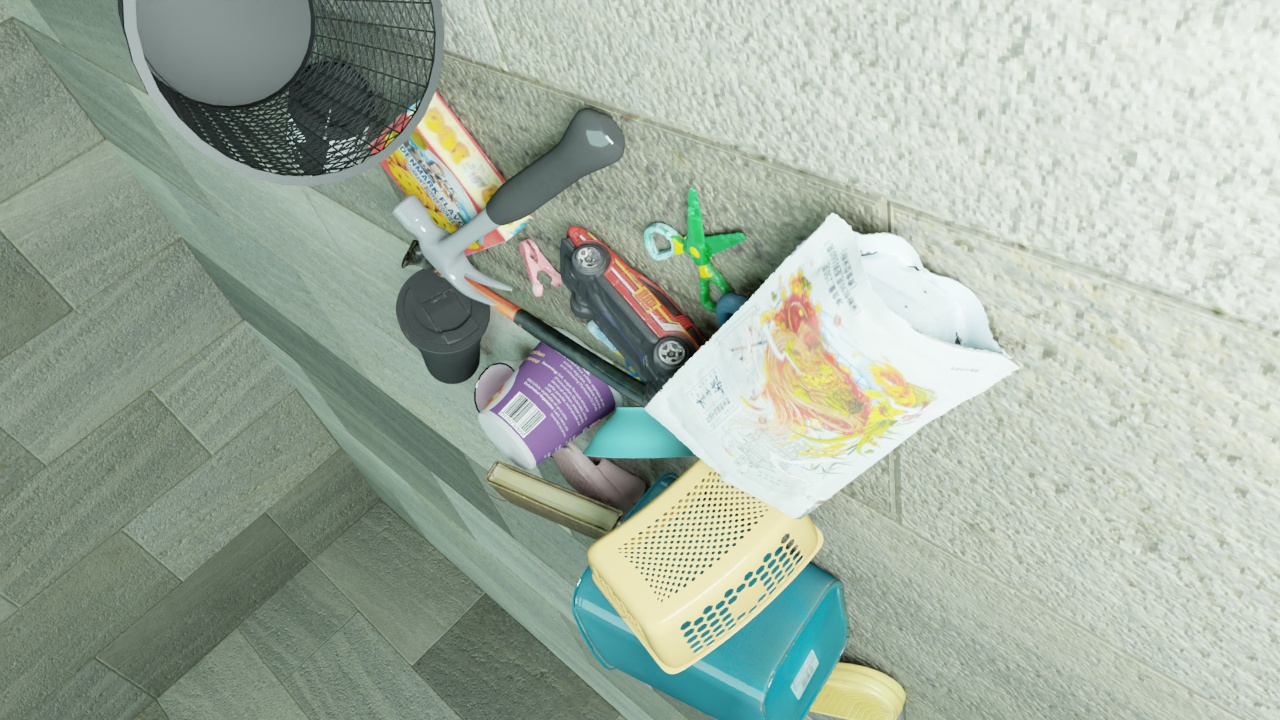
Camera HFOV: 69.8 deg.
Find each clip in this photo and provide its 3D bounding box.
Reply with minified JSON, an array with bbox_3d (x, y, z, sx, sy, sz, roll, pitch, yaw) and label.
[{"bbox_3d":[-0.094,-0.090,0.885,0.023,0.050,0.058,146,123,-65],"label":"clip"}]

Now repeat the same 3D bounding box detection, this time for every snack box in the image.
[{"bbox_3d":[-0.184,-0.171,0.876,0.142,0.040,0.145,53,157,-17],"label":"snack box"}]

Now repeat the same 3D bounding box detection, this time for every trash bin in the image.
[{"bbox_3d":[-0.309,-0.271,0.733,0.243,0.216,0.217,30,153,49],"label":"trash bin"},{"bbox_3d":[0.083,0.269,0.964,0.219,0.198,0.197,22,148,33],"label":"trash bin"}]

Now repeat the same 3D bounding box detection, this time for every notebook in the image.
[{"bbox_3d":[-0.113,0.158,1.048,0.190,0.034,0.216,21,166,4],"label":"notebook"}]

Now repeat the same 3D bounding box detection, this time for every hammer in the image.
[{"bbox_3d":[-0.106,-0.127,0.762,0.125,0.029,0.312,51,146,-15],"label":"hammer"},{"bbox_3d":[-0.110,-0.038,0.921,0.333,0.033,0.133,31,-176,24],"label":"hammer"}]

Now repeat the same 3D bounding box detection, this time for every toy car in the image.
[{"bbox_3d":[-0.003,-0.032,0.772,0.189,0.056,0.082,47,157,17],"label":"toy car"}]

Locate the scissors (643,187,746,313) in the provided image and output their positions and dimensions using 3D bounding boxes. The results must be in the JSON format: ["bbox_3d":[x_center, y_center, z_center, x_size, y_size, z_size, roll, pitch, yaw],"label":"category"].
[{"bbox_3d":[0.036,-0.086,0.670,0.117,0.012,0.130,34,155,28],"label":"scissors"}]

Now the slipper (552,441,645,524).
[{"bbox_3d":[-0.028,0.168,1.147,0.221,0.055,0.107,44,161,-22],"label":"slipper"}]

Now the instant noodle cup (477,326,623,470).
[{"bbox_3d":[-0.109,0.045,0.997,0.137,0.121,0.122,36,156,23],"label":"instant noodle cup"}]

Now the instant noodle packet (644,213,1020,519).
[{"bbox_3d":[0.105,0.024,0.601,0.147,0.057,0.270,39,144,1],"label":"instant noodle packet"}]

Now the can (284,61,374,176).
[{"bbox_3d":[-0.324,-0.244,0.949,0.080,0.080,0.146,50,157,-9],"label":"can"}]

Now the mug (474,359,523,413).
[{"bbox_3d":[-0.140,0.055,1.103,0.076,0.090,0.124,19,-152,-55],"label":"mug"}]

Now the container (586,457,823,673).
[{"bbox_3d":[0.059,0.175,0.814,0.129,0.183,0.167,46,170,29],"label":"container"}]

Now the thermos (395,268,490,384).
[{"bbox_3d":[-0.238,-0.033,1.134,0.106,0.105,0.219,44,162,6],"label":"thermos"}]

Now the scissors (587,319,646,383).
[{"bbox_3d":[-0.007,0.004,0.896,0.130,0.013,0.126,39,158,11],"label":"scissors"}]

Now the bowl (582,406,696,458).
[{"bbox_3d":[0.003,0.069,0.907,0.121,0.121,0.046,-4,86,62],"label":"bowl"}]

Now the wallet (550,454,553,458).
[{"bbox_3d":[-0.139,0.090,1.254,0.099,0.026,0.121,26,149,34],"label":"wallet"}]

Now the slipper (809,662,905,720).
[{"bbox_3d":[0.181,0.349,1.063,0.264,0.078,0.099,1,133,38],"label":"slipper"}]

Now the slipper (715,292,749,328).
[{"bbox_3d":[0.104,0.036,0.694,0.104,0.059,0.214,26,151,36],"label":"slipper"}]
